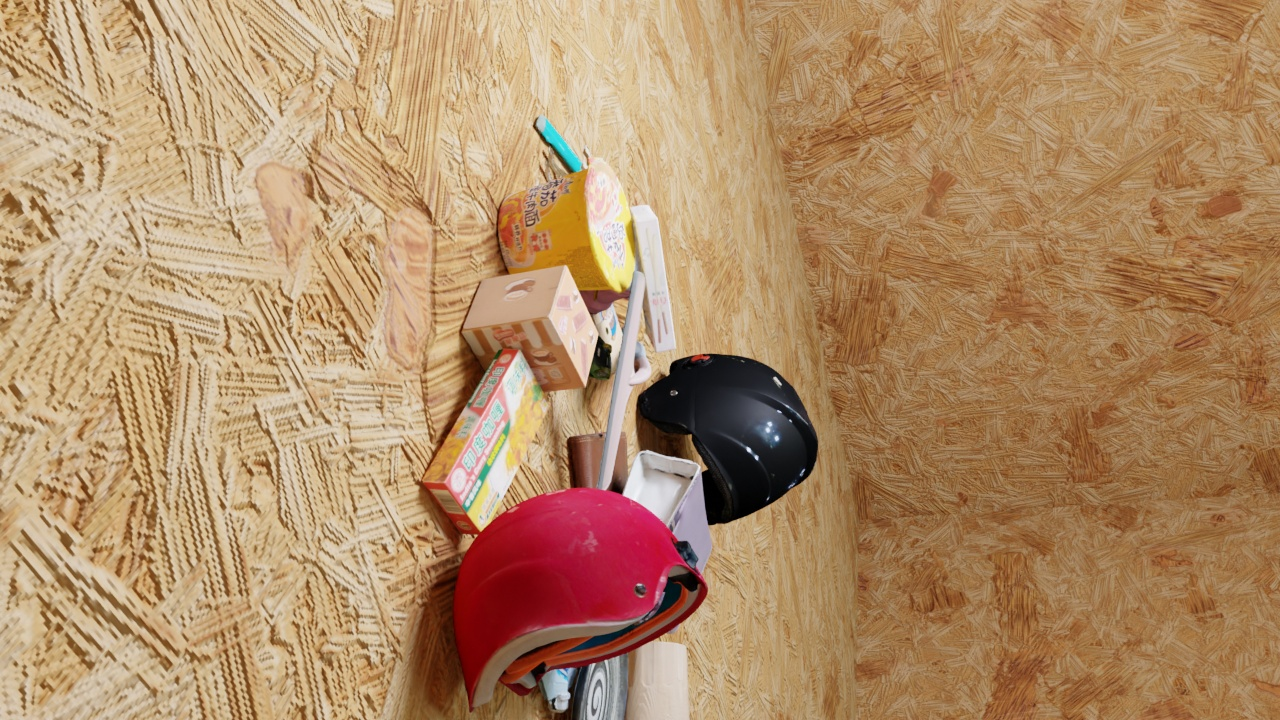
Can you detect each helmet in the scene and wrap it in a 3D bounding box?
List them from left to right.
[{"bbox_3d":[-0.057,0.189,0.797,0.239,0.207,0.144,18,41,-61],"label":"helmet"},{"bbox_3d":[0.130,0.102,1.350,0.274,0.230,0.234,-105,177,-56],"label":"helmet"}]

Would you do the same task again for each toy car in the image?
[{"bbox_3d":[-0.060,-0.010,1.096,0.091,0.036,0.043,57,32,-54],"label":"toy car"}]

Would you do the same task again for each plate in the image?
[{"bbox_3d":[-0.047,0.368,0.988,0.179,0.024,0.179,3,89,-76],"label":"plate"}]

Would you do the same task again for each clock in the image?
[{"bbox_3d":[-0.043,-0.124,1.117,0.158,0.060,0.117,-31,101,-64],"label":"clock"}]

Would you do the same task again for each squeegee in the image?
[{"bbox_3d":[-0.006,0.006,1.095,0.249,0.040,0.248,-81,180,-79],"label":"squeegee"}]

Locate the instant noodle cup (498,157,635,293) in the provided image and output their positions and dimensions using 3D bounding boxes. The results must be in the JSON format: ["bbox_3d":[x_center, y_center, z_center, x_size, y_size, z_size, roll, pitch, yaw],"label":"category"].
[{"bbox_3d":[-0.079,-0.133,0.976,0.138,0.110,0.138,-6,90,-71],"label":"instant noodle cup"}]

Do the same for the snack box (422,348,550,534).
[{"bbox_3d":[-0.134,0.071,0.824,0.155,0.027,0.077,-66,145,-38],"label":"snack box"}]

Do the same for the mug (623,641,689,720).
[{"bbox_3d":[0.016,0.405,1.117,0.125,0.084,0.103,100,-8,-63],"label":"mug"}]

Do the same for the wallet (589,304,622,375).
[{"bbox_3d":[-0.048,-0.047,1.171,0.087,0.024,0.115,-76,153,-58],"label":"wallet"}]

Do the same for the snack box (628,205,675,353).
[{"bbox_3d":[0.013,-0.095,1.059,0.084,0.027,0.157,-110,-170,-70],"label":"snack box"}]

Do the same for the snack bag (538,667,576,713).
[{"bbox_3d":[-0.074,0.264,0.955,0.190,0.039,0.110,-70,160,-52],"label":"snack bag"}]

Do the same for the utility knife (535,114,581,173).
[{"bbox_3d":[-0.081,-0.244,1.159,0.216,0.013,0.029,43,41,-58],"label":"utility knife"}]

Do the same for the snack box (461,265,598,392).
[{"bbox_3d":[-0.104,-0.027,0.887,0.076,0.093,0.094,-78,153,-43],"label":"snack box"}]

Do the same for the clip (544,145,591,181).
[{"bbox_3d":[-0.094,-0.216,1.103,0.103,0.092,0.034,117,-18,-53],"label":"clip"}]

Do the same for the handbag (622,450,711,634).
[{"bbox_3d":[0.021,0.223,1.113,0.197,0.098,0.144,77,27,-50],"label":"handbag"}]

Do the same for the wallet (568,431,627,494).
[{"bbox_3d":[-0.047,0.136,1.092,0.124,0.032,0.101,7,79,-70],"label":"wallet"}]
